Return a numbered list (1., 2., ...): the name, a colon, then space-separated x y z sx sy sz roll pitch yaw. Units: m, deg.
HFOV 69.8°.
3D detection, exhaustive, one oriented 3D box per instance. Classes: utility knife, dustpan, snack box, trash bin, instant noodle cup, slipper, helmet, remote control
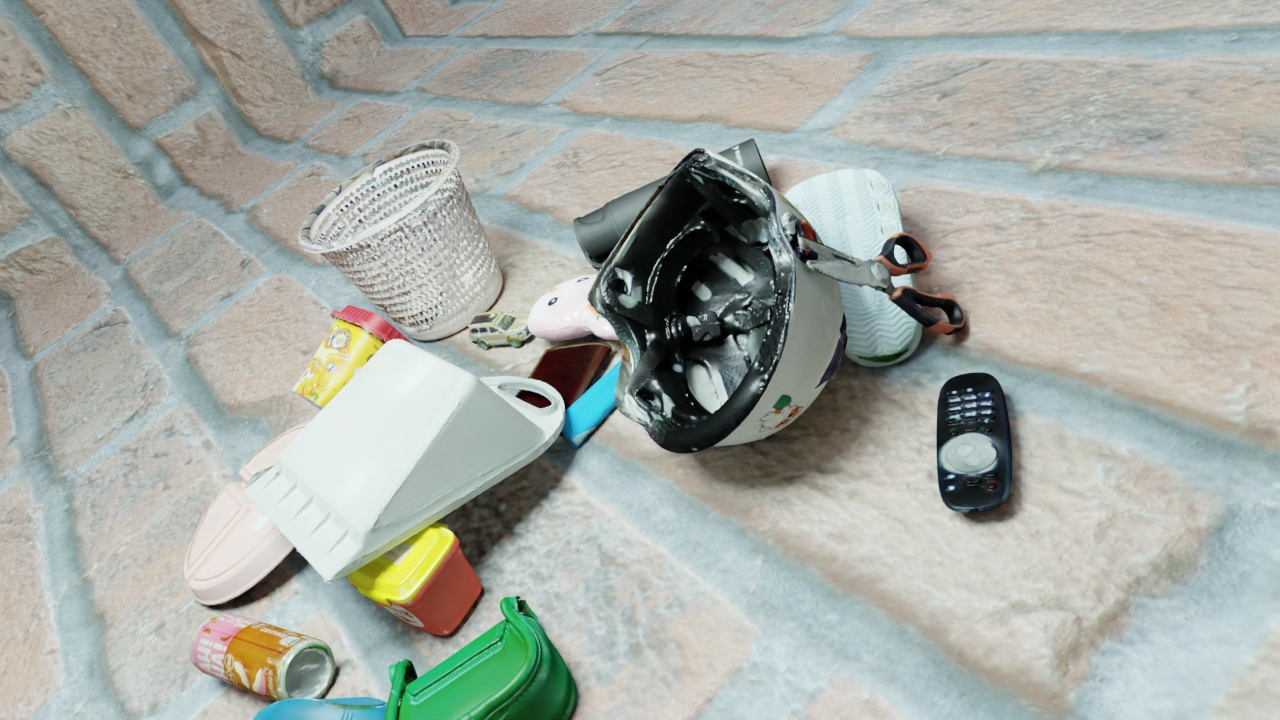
1. utility knife: -0.006 0.005 0.941 0.034 0.018 0.215 37 64 18
2. dustpan: -0.203 0.089 0.872 0.223 0.142 0.257 21 70 48
3. snack box: -0.189 0.186 0.789 0.091 0.080 0.081 5 48 40
4. trash bin: -0.286 -0.141 1.178 0.228 0.192 0.227 -19 36 14
5. instant noodle cup: -0.340 0.014 1.103 0.116 0.116 0.123 16 66 46
6. slipper: 0.207 -0.090 0.870 0.104 0.074 0.245 -18 52 14
7. helmet: 0.085 -0.041 0.802 0.231 0.156 0.273 -53 44 29
8. remote control: 0.247 0.062 0.681 0.053 0.024 0.136 -9 40 25

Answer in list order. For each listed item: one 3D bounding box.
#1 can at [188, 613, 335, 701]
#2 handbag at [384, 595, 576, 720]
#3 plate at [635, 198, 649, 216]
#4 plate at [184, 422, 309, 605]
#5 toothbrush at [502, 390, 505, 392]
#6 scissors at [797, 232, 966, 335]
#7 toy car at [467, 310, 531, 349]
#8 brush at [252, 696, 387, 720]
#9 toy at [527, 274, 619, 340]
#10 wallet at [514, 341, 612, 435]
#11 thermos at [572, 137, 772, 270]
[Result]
1. can: -0.338 0.264 0.816 0.147 0.058 0.057 0 44 36
2. handbag: -0.123 0.242 0.680 0.131 0.068 0.120 -34 33 -7
3. plate: 0.065 -0.141 1.043 0.180 0.024 0.179 -13 59 22
4. plate: -0.412 0.157 0.999 0.230 0.028 0.229 -28 34 21
5. toothbrush: -0.184 0.100 0.953 0.017 0.016 0.189 0 43 29
6. scissors: 0.197 -0.076 0.746 0.015 0.202 0.203 -35 20 38
7. toy car: -0.166 -0.039 1.103 0.091 0.035 0.042 -1 44 32
8. brush: -0.250 0.287 0.709 0.144 0.073 0.055 -12 45 24
9. toy: -0.054 -0.059 1.027 0.160 0.054 0.121 9 39 42
10. wallet: -0.092 0.030 0.975 0.097 0.020 0.122 -5 42 37
11. thermos: 0.041 -0.182 1.122 0.243 0.068 0.090 -22 67 13
